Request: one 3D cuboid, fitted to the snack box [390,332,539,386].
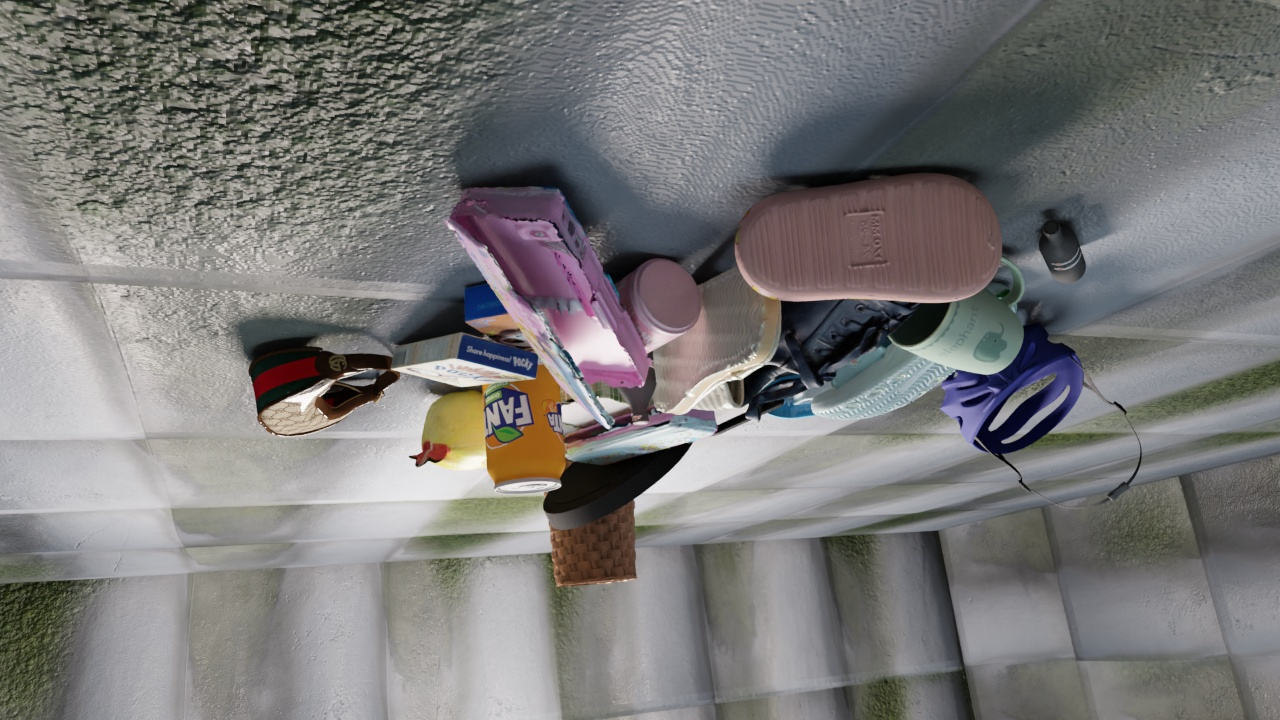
[{"bbox_3d":[-0.166,0.001,0.858,0.082,0.026,0.150,17,166,-34],"label":"snack box"}]

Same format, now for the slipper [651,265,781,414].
[{"bbox_3d":[0.064,-0.014,0.797,0.054,0.114,0.273,-3,168,-17],"label":"slipper"}]

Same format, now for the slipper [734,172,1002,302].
[{"bbox_3d":[0.162,-0.087,0.678,0.197,0.093,0.081,-2,-177,-7],"label":"slipper"}]

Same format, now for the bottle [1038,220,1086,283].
[{"bbox_3d":[0.359,-0.096,0.784,0.030,0.030,0.113,-15,160,28],"label":"bottle"}]

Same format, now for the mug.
[{"bbox_3d":[0.295,-0.045,0.826,0.104,0.084,0.111,21,111,-24],"label":"mug"}]

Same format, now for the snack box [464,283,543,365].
[{"bbox_3d":[-0.086,-0.035,0.825,0.087,0.034,0.151,-9,162,14],"label":"snack box"}]

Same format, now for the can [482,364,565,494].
[{"bbox_3d":[-0.119,0.059,0.932,0.079,0.142,0.079,-5,163,-2],"label":"can"}]

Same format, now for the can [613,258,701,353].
[{"bbox_3d":[0.004,-0.043,0.774,0.067,0.067,0.076,5,160,-32],"label":"can"}]

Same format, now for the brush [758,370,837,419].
[{"bbox_3d":[0.210,0.041,1.129,0.136,0.055,0.075,-9,167,9],"label":"brush"}]

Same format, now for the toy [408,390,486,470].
[{"bbox_3d":[-0.176,0.080,1.084,0.134,0.092,0.207,-9,175,42],"label":"toy"}]

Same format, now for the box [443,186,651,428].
[{"bbox_3d":[-0.065,-0.027,0.678,0.085,0.076,0.230,3,151,19],"label":"box"}]

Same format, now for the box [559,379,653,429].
[{"bbox_3d":[-0.038,0.048,1.085,0.118,0.050,0.205,-13,161,30],"label":"box"}]

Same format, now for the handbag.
[{"bbox_3d":[-0.311,0.028,0.921,0.138,0.063,0.167,-12,165,-14],"label":"handbag"}]

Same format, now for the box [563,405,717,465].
[{"bbox_3d":[-0.004,0.088,1.079,0.076,0.036,0.215,9,159,-40],"label":"box"}]

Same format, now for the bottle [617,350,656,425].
[{"bbox_3d":[-0.005,0.005,0.851,0.036,0.109,0.036,-5,163,-2],"label":"bottle"}]

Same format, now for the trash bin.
[{"bbox_3d":[-0.071,0.227,1.374,0.151,0.210,0.151,-5,164,-2],"label":"trash bin"}]

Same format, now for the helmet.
[{"bbox_3d":[0.434,0.061,0.998,0.148,0.227,0.241,-45,154,13],"label":"helmet"}]

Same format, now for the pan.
[{"bbox_3d":[0.022,0.111,1.170,0.357,0.034,0.224,-28,-167,26],"label":"pan"}]

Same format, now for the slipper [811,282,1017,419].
[{"bbox_3d":[0.282,-0.012,0.969,0.104,0.074,0.246,8,142,-39],"label":"slipper"}]

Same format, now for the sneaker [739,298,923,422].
[{"bbox_3d":[0.170,-0.022,0.806,0.120,0.127,0.295,6,157,-39],"label":"sneaker"}]
